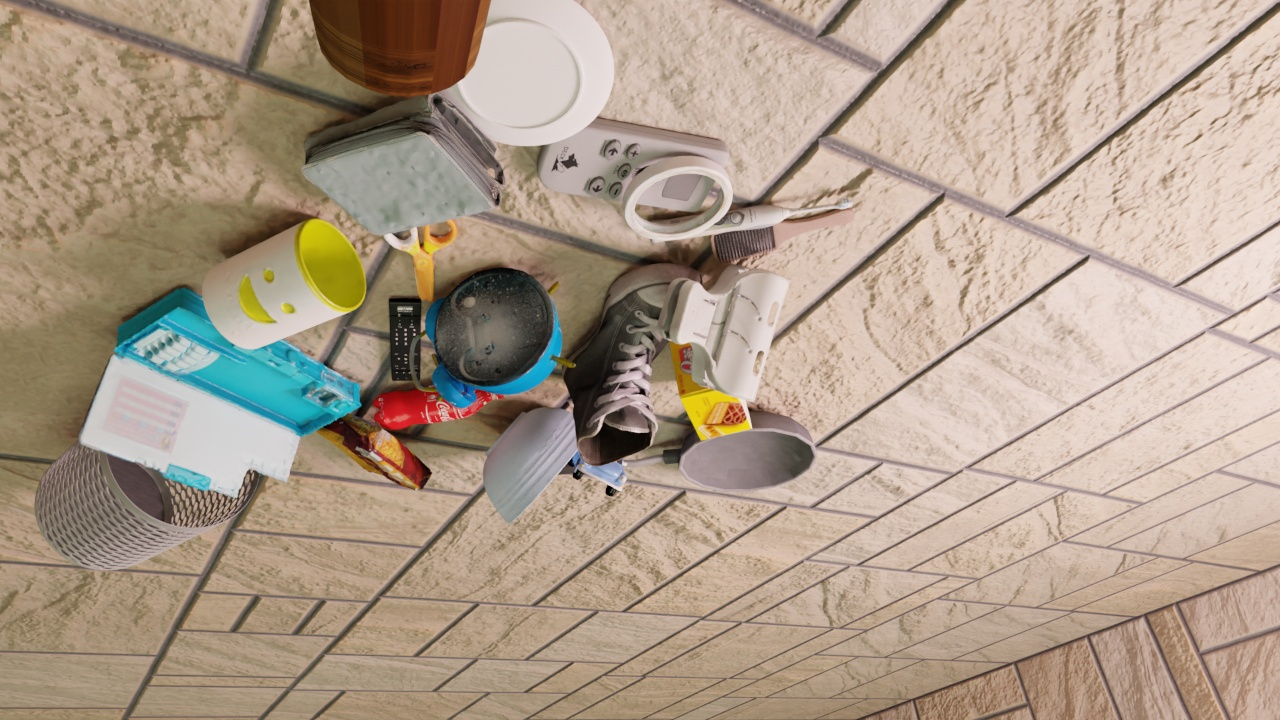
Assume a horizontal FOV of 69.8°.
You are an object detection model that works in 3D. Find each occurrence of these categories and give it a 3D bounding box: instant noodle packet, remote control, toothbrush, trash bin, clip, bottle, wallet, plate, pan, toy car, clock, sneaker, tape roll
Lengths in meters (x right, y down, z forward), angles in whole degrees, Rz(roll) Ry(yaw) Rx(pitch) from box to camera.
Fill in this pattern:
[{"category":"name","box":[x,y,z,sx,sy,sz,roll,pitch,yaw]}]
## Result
[{"category":"instant noodle packet","box":[-0.306,0.102,1.048,0.099,0.039,0.135,13,156,25]},{"category":"remote control","box":[-0.008,-0.160,0.757,0.151,0.019,0.074,5,145,-20]},{"category":"toothbrush","box":[0.099,-0.128,0.830,0.185,0.022,0.024,-7,164,0]},{"category":"remote control","box":[-0.238,-0.019,0.930,0.030,0.009,0.140,0,147,-14]},{"category":"trash bin","box":[-0.520,0.127,0.961,0.184,0.156,0.156,-27,143,31]},{"category":"clip","box":[0.089,-0.030,0.863,0.105,0.126,0.151,16,180,29]},{"category":"bottle","box":[-0.220,0.047,1.006,0.141,0.041,0.042,-9,148,1]},{"category":"wallet","box":[-0.180,-0.146,0.699,0.132,0.054,0.100,-11,144,23]},{"category":"plate","box":[-0.086,-0.205,0.658,0.134,0.011,0.135,-1,142,-1]},{"category":"pan","box":[0.048,0.123,1.195,0.357,0.041,0.179,-6,147,5]},{"category":"toy car","box":[-0.049,0.118,1.087,0.056,0.055,0.153,28,179,-9]},{"category":"clock","box":[-0.146,-0.019,0.860,0.161,0.116,0.060,-14,159,10]},{"category":"sneaker","box":[-0.006,0.005,0.924,0.095,0.119,0.235,14,138,-32]},{"category":"tape roll","box":[0.031,-0.135,0.774,0.093,0.013,0.093,-9,150,-6]}]

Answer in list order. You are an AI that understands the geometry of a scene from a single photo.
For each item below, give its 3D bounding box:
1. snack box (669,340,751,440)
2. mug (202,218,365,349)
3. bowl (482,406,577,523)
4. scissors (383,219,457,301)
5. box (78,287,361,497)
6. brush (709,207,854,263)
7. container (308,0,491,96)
[{"category":"snack box","box":[0.077,0.025,1.006,0.061,0.083,0.106,-15,146,9]},{"category":"mug","box":[-0.301,-0.063,0.779,0.106,0.082,0.082,-20,146,19]},{"category":"bowl","box":[-0.130,0.108,1.059,0.075,0.150,0.151,42,133,-3]},{"category":"scissors","box":[-0.199,-0.091,0.824,0.065,0.013,0.129,0,145,-13]},{"category":"box","box":[-0.411,0.038,0.908,0.171,0.084,0.227,-52,140,-2]},{"category":"brush","box":[0.134,-0.118,0.860,0.136,0.015,0.050,-13,148,6]},{"category":"container","box":[-0.133,-0.244,0.507,0.132,0.132,0.168,1,152,-15]}]
